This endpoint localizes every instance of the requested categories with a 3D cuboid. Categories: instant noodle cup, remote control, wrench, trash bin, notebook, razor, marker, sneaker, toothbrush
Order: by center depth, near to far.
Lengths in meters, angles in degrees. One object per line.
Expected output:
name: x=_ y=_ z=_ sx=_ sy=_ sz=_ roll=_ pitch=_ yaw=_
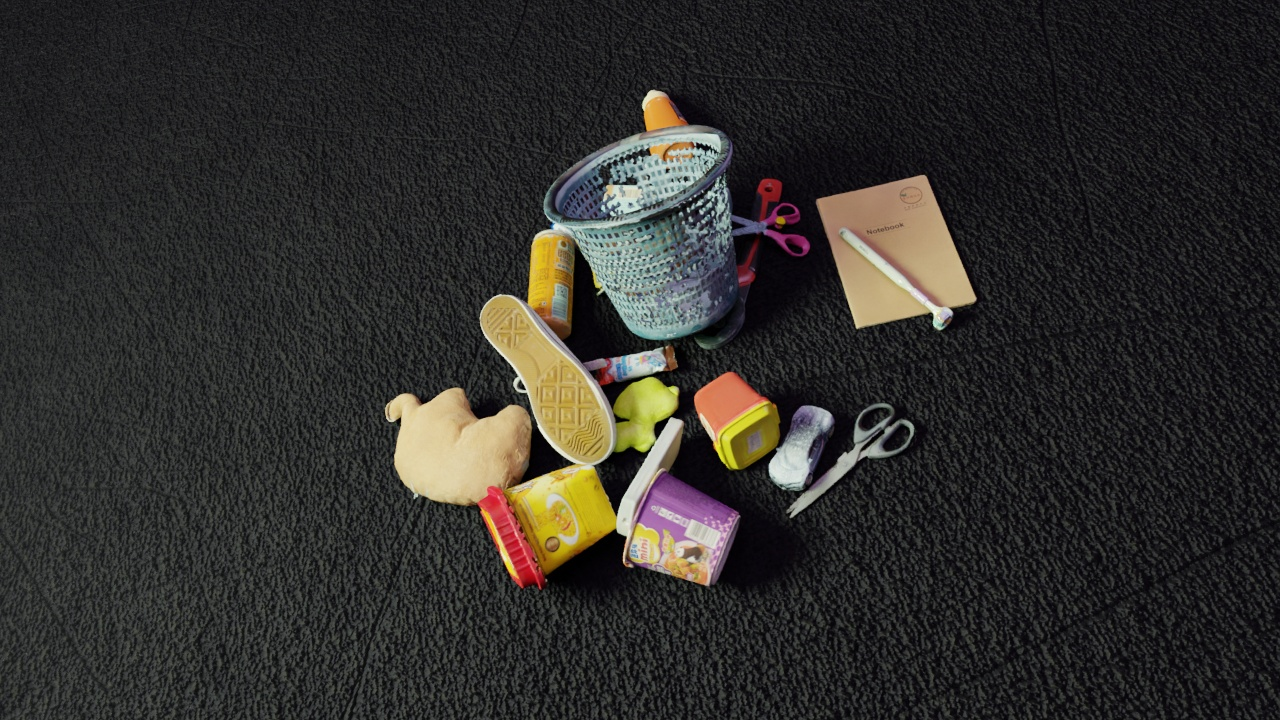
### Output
instant noodle cup: x=0.048 y=0.185 z=0.983 sx=0.099 sy=0.112 sz=0.111 roll=21 pitch=66 yaw=12
instant noodle cup: x=-0.099 y=0.174 z=1.006 sx=0.123 sy=0.116 sz=0.116 roll=-25 pitch=93 yaw=-17
remote control: x=0.011 y=0.127 z=1.016 sx=0.021 sy=0.058 sz=0.149 roll=20 pitch=41 yaw=14
trash bin: x=0.023 y=-0.142 z=1.099 sx=0.227 sy=0.195 sz=0.226 roll=-15 pitch=34 yaw=10
sneaker: x=-0.102 y=0.022 z=1.110 sx=0.118 sy=0.087 sz=0.241 roll=-40 pitch=75 yaw=10
toothbrush: x=0.310 y=-0.107 z=1.130 sx=0.020 sy=0.029 sz=0.189 roll=-7 pitch=46 yaw=-42
notebook: x=0.320 y=-0.142 z=1.164 sx=0.148 sy=0.008 sz=0.207 roll=-12 pitch=59 yaw=5
wrench: x=0.136 y=-0.130 z=1.193 sx=0.056 sy=0.016 sz=0.272 roll=15 pitch=65 yaw=19
razor: x=-0.068 y=-0.149 z=1.223 sx=0.043 sy=0.028 sz=0.132 roll=-37 pitch=65 yaw=24
marker: x=-0.070 y=-0.149 z=1.248 sx=0.146 sy=0.017 sz=0.016 roll=38 pitch=74 yaw=28

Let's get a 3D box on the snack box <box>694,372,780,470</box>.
snack box: x=0.109 y=0.066 z=1.044 sx=0.082 sy=0.091 sz=0.080 roll=-32 pitch=52 yaw=-7

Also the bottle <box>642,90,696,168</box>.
bottle: x=0.034 y=-0.339 z=1.312 sx=0.067 sy=0.067 sz=0.149 roll=-18 pitch=51 yaw=2

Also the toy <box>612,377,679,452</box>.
toy: x=-0.002 y=0.063 z=1.102 sx=0.097 sy=0.031 sz=0.100 roll=-3 pitch=60 yaw=13

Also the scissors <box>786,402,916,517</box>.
scissors: x=0.227 y=0.110 z=1.039 sx=0.175 sy=0.014 sz=0.132 roll=-12 pitch=60 yaw=9

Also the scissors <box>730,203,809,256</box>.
scissors: x=0.161 y=-0.164 z=1.183 sx=0.135 sy=0.017 sz=0.108 roll=-16 pitch=68 yaw=-26

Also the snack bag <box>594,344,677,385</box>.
snack bag: x=-0.007 y=0.007 z=1.138 sx=0.105 sy=0.026 sz=0.045 roll=-12 pitch=41 yaw=5

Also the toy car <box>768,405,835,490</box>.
toy car: x=0.182 y=0.098 z=1.039 sx=0.049 sy=0.031 sz=0.105 roll=15 pitch=65 yaw=33

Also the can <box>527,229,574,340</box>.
can: x=-0.117 y=-0.098 z=1.204 sx=0.058 sy=0.058 sz=0.145 roll=-5 pitch=59 yaw=9

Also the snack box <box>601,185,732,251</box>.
snack box: x=0.033 y=-0.189 z=1.228 sx=0.175 sy=0.052 sz=0.074 roll=4 pitch=63 yaw=14

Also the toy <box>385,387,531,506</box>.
toy: x=-0.238 y=0.101 z=1.108 sx=0.226 sy=0.082 sz=0.143 roll=14 pitch=61 yaw=23
